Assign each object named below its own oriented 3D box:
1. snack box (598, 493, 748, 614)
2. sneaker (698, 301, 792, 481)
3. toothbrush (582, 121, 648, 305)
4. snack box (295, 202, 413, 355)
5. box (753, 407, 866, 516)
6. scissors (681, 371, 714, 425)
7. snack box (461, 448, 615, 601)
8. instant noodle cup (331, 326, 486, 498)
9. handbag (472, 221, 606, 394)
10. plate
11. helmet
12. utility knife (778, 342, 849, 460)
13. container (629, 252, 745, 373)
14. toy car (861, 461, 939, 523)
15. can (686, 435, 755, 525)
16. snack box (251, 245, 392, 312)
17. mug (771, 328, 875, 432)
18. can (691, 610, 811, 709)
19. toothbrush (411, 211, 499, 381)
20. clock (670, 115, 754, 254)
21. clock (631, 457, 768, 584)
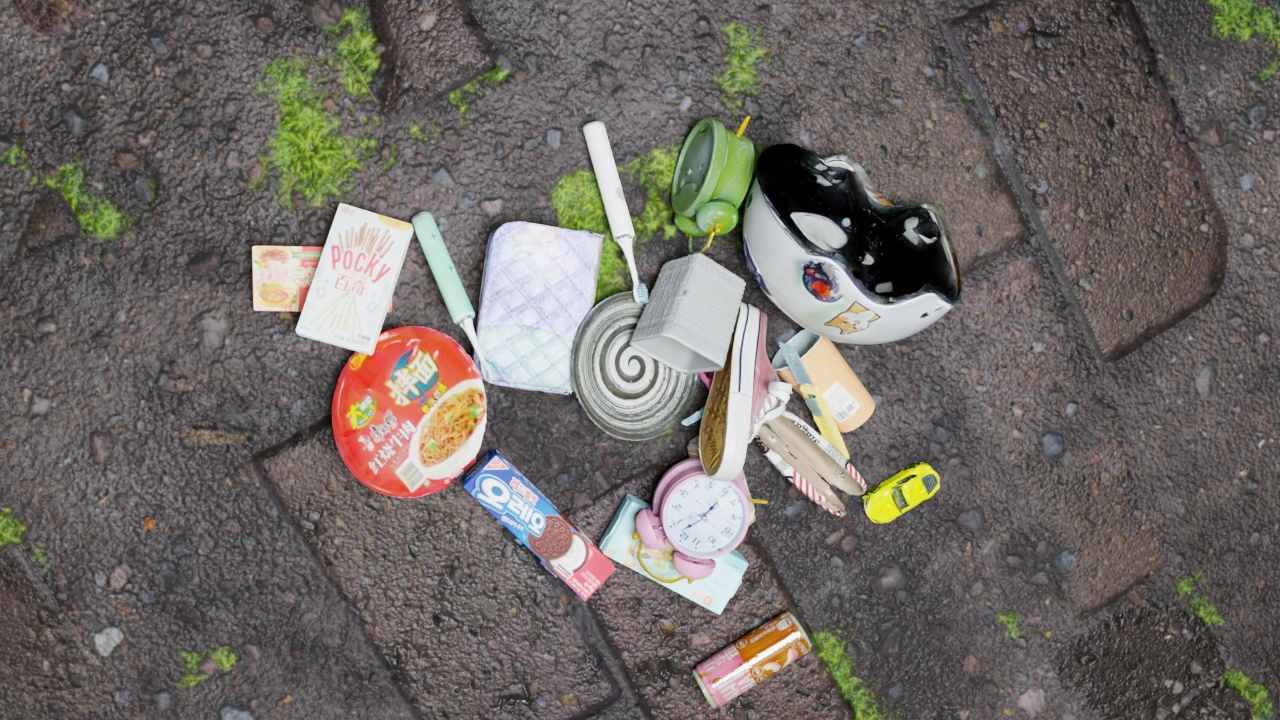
[{"bbox_3d":[0.041,0.239,1.134,0.175,0.051,0.074,29,90,-9],"label":"snack box"},{"bbox_3d":[0.129,0.038,1.062,0.088,0.119,0.240,20,52,-10],"label":"sneaker"},{"bbox_3d":[-0.027,-0.172,1.081,0.026,0.026,0.221,-14,88,-40],"label":"toothbrush"},{"bbox_3d":[-0.320,-0.091,1.030,0.084,0.027,0.156,16,80,-5],"label":"snack box"},{"bbox_3d":[0.214,0.115,1.139,0.163,0.075,0.083,41,102,-7],"label":"box"},{"bbox_3d":[0.092,0.045,1.113,0.133,0.017,0.130,-24,82,-39],"label":"scissors"},{"bbox_3d":[-0.123,0.197,1.106,0.058,0.057,0.207,-46,99,-5],"label":"snack box"},{"bbox_3d":[-0.252,0.060,1.047,0.194,0.066,0.193,-2,83,16],"label":"instant noodle cup"},{"bbox_3d":[-0.121,-0.063,1.072,0.134,0.075,0.194,9,96,-13],"label":"handbag"},{"bbox_3d":[-0.007,0.006,1.097,0.179,0.024,0.179,1,88,-30],"label":"plate"},{"bbox_3d":[0.225,-0.115,1.062,0.274,0.229,0.157,23,133,-8],"label":"helmet"},{"bbox_3d":[0.212,0.055,1.107,0.022,0.031,0.221,-58,133,-40],"label":"utility knife"},{"bbox_3d":[0.058,-0.056,1.073,0.090,0.090,0.114,29,71,-27],"label":"container"},{"bbox_3d":[0.335,0.172,1.177,0.105,0.032,0.048,-30,99,-2],"label":"toy car"},{"bbox_3d":[0.100,0.148,1.129,0.058,0.058,0.116,-18,98,-6],"label":"can"},{"bbox_3d":[-0.366,-0.093,1.060,0.153,0.025,0.075,1,95,-8],"label":"snack box"},{"bbox_3d":[0.229,0.027,1.129,0.078,0.078,0.123,-44,103,-2],"label":"mug"},{"bbox_3d":[0.140,0.377,1.157,0.147,0.058,0.058,-31,99,-4],"label":"can"},{"bbox_3d":[-0.209,-0.073,1.034,0.027,0.027,0.224,-41,66,37],"label":"toothbrush"},{"bbox_3d":[0.080,-0.201,1.066,0.056,0.116,0.161,13,91,-19],"label":"clock"},{"bbox_3d":[0.061,0.190,1.073,0.117,0.060,0.158,41,95,-6],"label":"clock"}]
